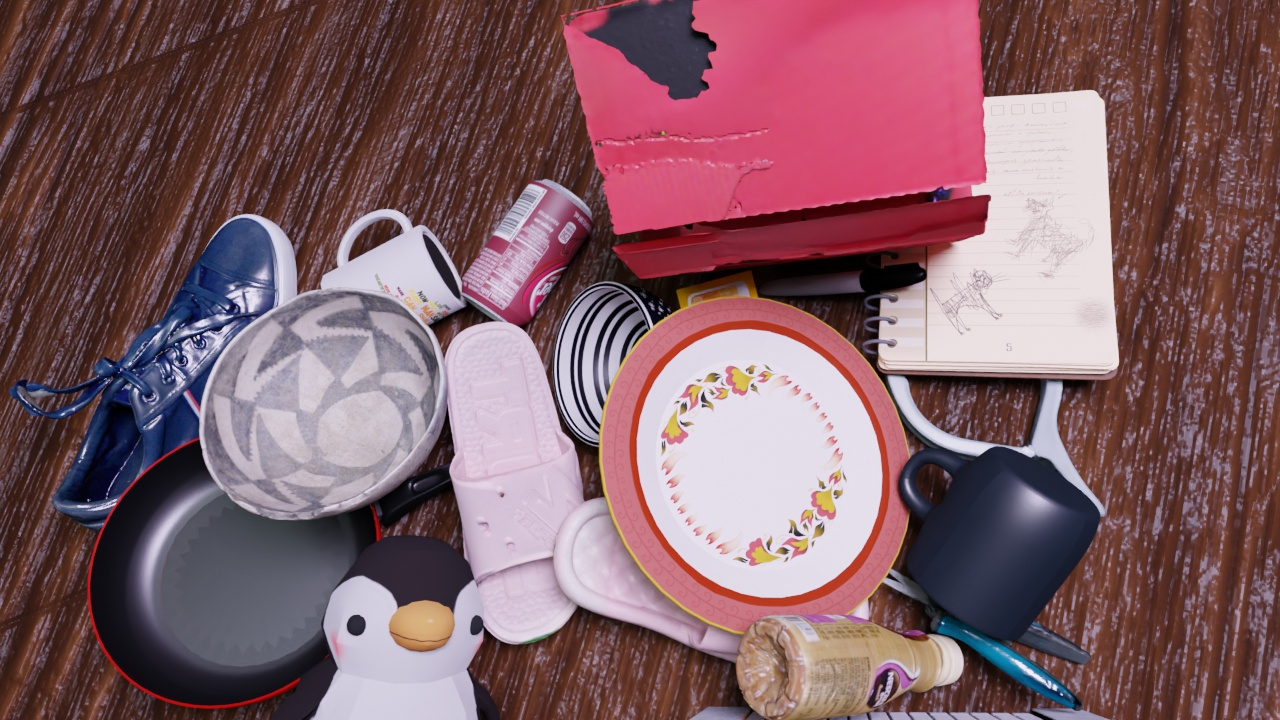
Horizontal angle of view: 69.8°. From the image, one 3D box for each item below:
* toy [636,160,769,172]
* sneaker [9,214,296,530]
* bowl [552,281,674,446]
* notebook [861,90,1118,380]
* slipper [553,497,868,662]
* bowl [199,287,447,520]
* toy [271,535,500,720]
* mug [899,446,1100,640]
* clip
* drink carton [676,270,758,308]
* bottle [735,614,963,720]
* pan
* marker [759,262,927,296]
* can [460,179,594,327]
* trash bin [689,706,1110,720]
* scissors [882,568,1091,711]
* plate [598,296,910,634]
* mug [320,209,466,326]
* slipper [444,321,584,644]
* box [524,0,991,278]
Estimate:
[{"bbox_3d":[0.081,-0.177,0.719,0.172,0.093,0.163,12,80,2],"label":"toy"},{"bbox_3d":[-0.391,-0.001,0.749,0.121,0.127,0.294,19,77,15],"label":"sneaker"},{"bbox_3d":[-0.004,0.004,0.684,0.120,0.066,0.120,-4,85,49],"label":"bowl"},{"bbox_3d":[0.251,-0.096,0.669,0.167,0.024,0.225,2,68,16],"label":"notebook"},{"bbox_3d":[0.049,0.148,0.631,0.221,0.056,0.106,14,73,0],"label":"slipper"},{"bbox_3d":[-0.221,0.039,0.675,0.178,0.081,0.178,-2,64,5],"label":"bowl"},{"bbox_3d":[-0.168,0.208,0.629,0.159,0.140,0.184,8,92,-27],"label":"toy"},{"bbox_3d":[0.220,0.103,0.595,0.121,0.085,0.095,42,114,37],"label":"mug"},{"bbox_3d":[0.277,0.024,0.646,0.174,0.030,0.159,43,88,19],"label":"clip"},{"bbox_3d":[0.071,0.002,0.690,0.058,0.040,0.122,-15,72,8],"label":"drink carton"},{"bbox_3d":[0.138,0.188,0.571,0.060,0.165,0.059,-19,66,52],"label":"bottle"},{"bbox_3d":[-0.234,0.128,0.708,0.355,0.067,0.208,-20,68,-11],"label":"pan"},{"bbox_3d":[0.146,-0.059,0.675,0.139,0.016,0.022,-1,38,44],"label":"marker"},{"bbox_3d":[-0.091,-0.085,0.737,0.063,0.063,0.114,32,83,18],"label":"can"},{"bbox_3d":[0.155,0.286,0.538,0.247,0.142,0.142,-4,74,11],"label":"trash bin"},{"bbox_3d":[0.228,0.177,0.603,0.122,0.019,0.148,0,33,-25],"label":"scissors"},{"bbox_3d":[0.080,0.068,0.619,0.229,0.021,0.229,6,72,-18],"label":"plate"},{"bbox_3d":[-0.205,-0.070,0.748,0.089,0.073,0.105,-27,83,4],"label":"mug"},{"bbox_3d":[-0.091,0.083,0.669,0.094,0.064,0.239,-10,79,-12],"label":"slipper"},{"bbox_3d":[0.088,-0.112,0.535,0.211,0.318,0.121,-6,71,16],"label":"box"}]
